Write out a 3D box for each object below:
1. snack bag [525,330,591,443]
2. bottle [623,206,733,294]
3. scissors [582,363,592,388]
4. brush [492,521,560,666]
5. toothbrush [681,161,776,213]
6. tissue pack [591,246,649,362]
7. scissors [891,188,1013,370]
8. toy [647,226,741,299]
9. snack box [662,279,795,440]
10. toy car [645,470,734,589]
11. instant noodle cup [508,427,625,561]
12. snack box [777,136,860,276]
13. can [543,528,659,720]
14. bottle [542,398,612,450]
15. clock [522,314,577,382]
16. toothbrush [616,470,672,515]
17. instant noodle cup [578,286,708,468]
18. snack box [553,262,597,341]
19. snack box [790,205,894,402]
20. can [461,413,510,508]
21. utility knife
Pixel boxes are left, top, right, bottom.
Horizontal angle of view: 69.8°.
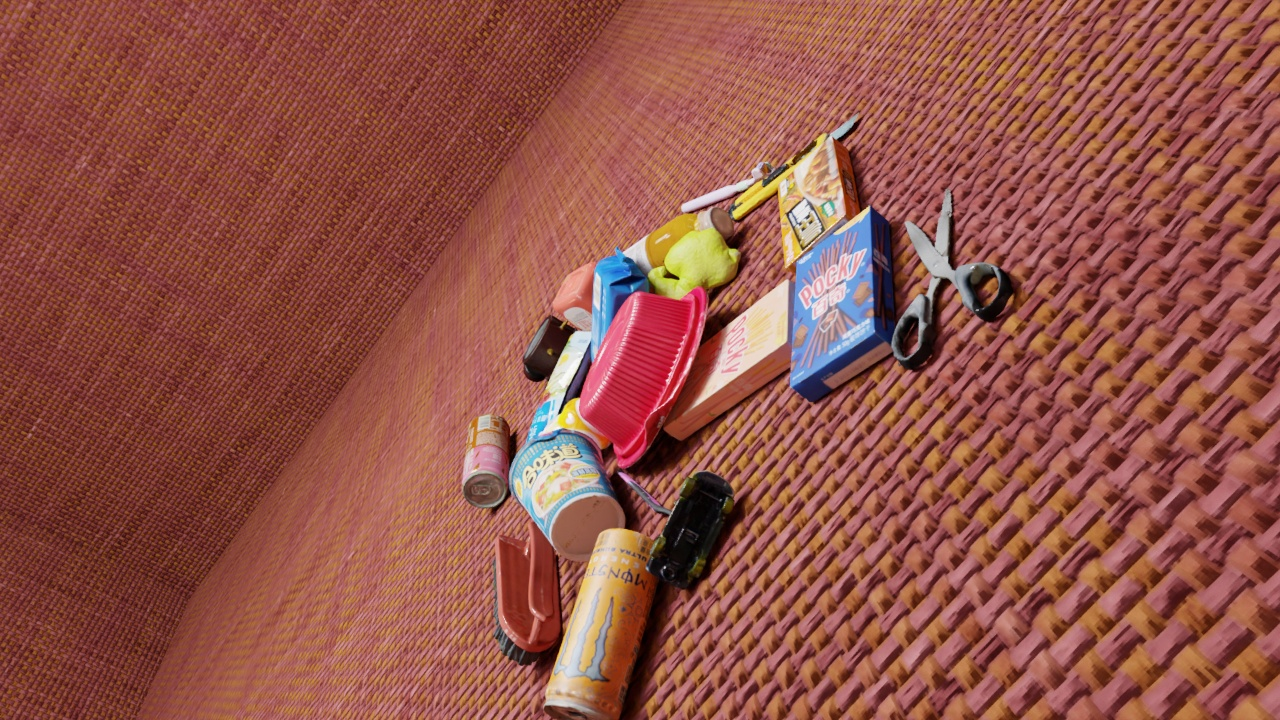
[{"bbox_3d":[-0.102,0.060,1.093,0.111,0.039,0.190,-27,38,60],"label":"snack bag"},{"bbox_3d":[0.029,-0.116,1.046,0.190,0.068,0.067,-29,33,45],"label":"bottle"},{"bbox_3d":[-0.071,0.047,1.102,0.077,0.017,0.137,-58,15,19],"label":"scissors"},{"bbox_3d":[-0.104,0.214,0.855,0.069,0.063,0.145,-62,19,20],"label":"brush"},{"bbox_3d":[0.098,-0.202,1.095,0.189,0.029,0.021,-10,86,63],"label":"toothbrush"},{"bbox_3d":[-0.022,-0.041,1.014,0.095,0.052,0.157,-120,31,-65],"label":"tissue pack"},{"bbox_3d":[0.215,-0.063,0.656,0.159,0.014,0.171,-56,19,-8],"label":"scissors"},{"bbox_3d":[0.054,-0.094,0.967,0.031,0.097,0.100,-5,-70,-66],"label":"toy"},{"bbox_3d":[0.083,0.002,0.818,0.158,0.026,0.084,-39,26,37],"label":"snack box"},{"bbox_3d":[0.038,0.128,0.705,0.090,0.042,0.035,-63,2,-3],"label":"toy car"},{"bbox_3d":[-0.065,0.131,0.863,0.099,0.099,0.110,-53,29,6],"label":"instant noodle cup"},{"bbox_3d":[0.165,-0.144,0.856,0.075,0.026,0.153,-42,25,32],"label":"snack box"},{"bbox_3d":[-0.026,0.205,0.708,0.058,0.058,0.145,-30,33,48],"label":"can"},{"bbox_3d":[-0.078,0.091,0.978,0.109,0.063,0.063,-46,23,23],"label":"bottle"},{"bbox_3d":[-0.121,-0.013,1.227,0.122,0.055,0.081,-30,33,62],"label":"clock"},{"bbox_3d":[0.008,0.127,0.814,0.018,0.014,0.189,-68,21,1],"label":"toothbrush"},{"bbox_3d":[-0.005,0.005,0.890,0.194,0.066,0.193,-61,12,22],"label":"instant noodle cup"},{"bbox_3d":[-0.058,-0.074,1.155,0.091,0.080,0.081,-18,43,57],"label":"snack box"},{"bbox_3d":[0.159,-0.048,0.727,0.085,0.026,0.156,-38,27,38],"label":"snack box"},{"bbox_3d":[-0.199,0.128,1.191,0.058,0.058,0.147,-49,22,17],"label":"can"},{"bbox_3d":[0.157,-0.203,0.975,0.193,0.015,0.033,-35,32,42],"label":"utility knife"}]
